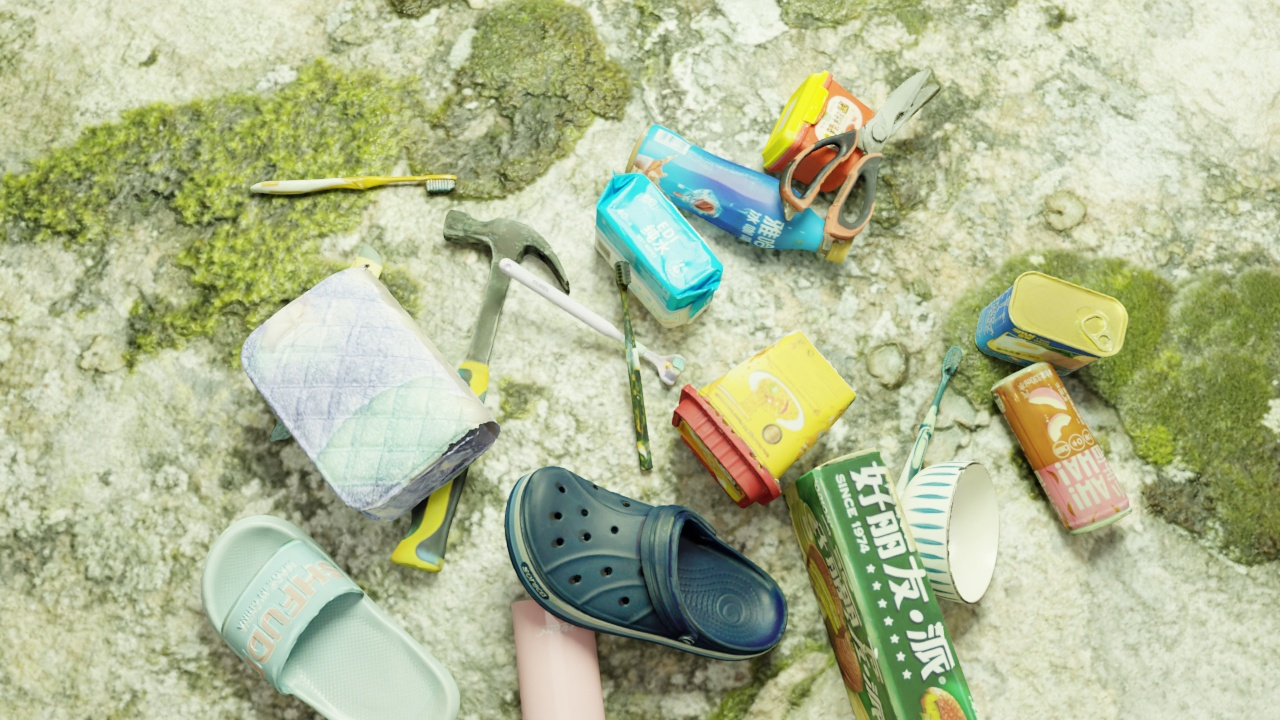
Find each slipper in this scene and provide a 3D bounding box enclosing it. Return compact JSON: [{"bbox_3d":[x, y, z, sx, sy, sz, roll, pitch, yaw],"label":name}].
[{"bbox_3d":[-0.251,0.223,0.725,0.245,0.074,0.104,37,76,6],"label":"slipper"},{"bbox_3d":[0.013,0.163,0.714,0.252,0.095,0.104,29,50,-15],"label":"slipper"}]

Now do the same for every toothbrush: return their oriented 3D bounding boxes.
[{"bbox_3d":[0.257,0.069,0.827,0.016,0.018,0.191,24,74,3],"label":"toothbrush"},{"bbox_3d":[-0.044,-0.037,0.815,0.189,0.021,0.029,32,84,-10],"label":"toothbrush"},{"bbox_3d":[-0.270,-0.164,0.866,0.191,0.016,0.018,-4,83,-5],"label":"toothbrush"},{"bbox_3d":[-0.005,0.005,0.803,0.012,0.017,0.186,-8,92,-25],"label":"toothbrush"}]

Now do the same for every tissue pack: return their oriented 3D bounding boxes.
[{"bbox_3d":[0.014,-0.099,0.823,0.063,0.090,0.140,-37,79,-13],"label":"tissue pack"}]

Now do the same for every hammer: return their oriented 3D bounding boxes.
[{"bbox_3d":[-0.148,0.024,0.810,0.126,0.032,0.322,12,74,1],"label":"hammer"}]

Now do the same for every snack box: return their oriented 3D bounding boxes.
[{"bbox_3d":[0.172,-0.214,0.876,0.080,0.082,0.091,29,75,-9],"label":"snack box"},{"bbox_3d":[0.189,0.199,0.736,0.063,0.115,0.240,-15,76,-8],"label":"snack box"}]

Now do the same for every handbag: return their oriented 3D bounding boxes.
[{"bbox_3d":[-0.224,0.027,0.758,0.134,0.076,0.194,-39,74,-10],"label":"handbag"}]

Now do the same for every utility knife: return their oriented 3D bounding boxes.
[{"bbox_3d":[-0.279,-0.017,0.821,0.031,0.021,0.197,19,68,7],"label":"utility knife"}]

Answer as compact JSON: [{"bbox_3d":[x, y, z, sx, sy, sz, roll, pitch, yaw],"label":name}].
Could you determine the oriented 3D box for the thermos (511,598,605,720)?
[{"bbox_3d":[-0.070,0.287,0.720,0.087,0.067,0.198,-4,75,-11],"label":"thermos"}]

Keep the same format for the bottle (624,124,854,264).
[{"bbox_3d":[0.094,-0.149,0.857,0.219,0.065,0.065,25,74,3],"label":"bottle"}]

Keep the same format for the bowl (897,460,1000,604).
[{"bbox_3d":[0.249,0.141,0.770,0.066,0.116,0.116,-1,68,41],"label":"bowl"}]

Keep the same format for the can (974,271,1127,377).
[{"bbox_3d":[0.365,-0.029,0.827,0.102,0.083,0.057,19,74,2],"label":"can"}]

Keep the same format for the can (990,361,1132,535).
[{"bbox_3d":[0.369,0.076,0.810,0.058,0.058,0.147,-22,76,-9],"label":"can"}]

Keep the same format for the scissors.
[{"bbox_3d":[0.214,-0.187,0.842,0.205,0.015,0.197,-4,87,-23],"label":"scissors"}]

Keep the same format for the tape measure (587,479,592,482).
[{"bbox_3d":[-0.058,0.133,0.783,0.066,0.033,0.065,13,75,3],"label":"tape measure"}]

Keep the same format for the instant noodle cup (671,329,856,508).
[{"bbox_3d":[0.105,0.046,0.770,0.123,0.116,0.116,-38,79,-8],"label":"instant noodle cup"}]
